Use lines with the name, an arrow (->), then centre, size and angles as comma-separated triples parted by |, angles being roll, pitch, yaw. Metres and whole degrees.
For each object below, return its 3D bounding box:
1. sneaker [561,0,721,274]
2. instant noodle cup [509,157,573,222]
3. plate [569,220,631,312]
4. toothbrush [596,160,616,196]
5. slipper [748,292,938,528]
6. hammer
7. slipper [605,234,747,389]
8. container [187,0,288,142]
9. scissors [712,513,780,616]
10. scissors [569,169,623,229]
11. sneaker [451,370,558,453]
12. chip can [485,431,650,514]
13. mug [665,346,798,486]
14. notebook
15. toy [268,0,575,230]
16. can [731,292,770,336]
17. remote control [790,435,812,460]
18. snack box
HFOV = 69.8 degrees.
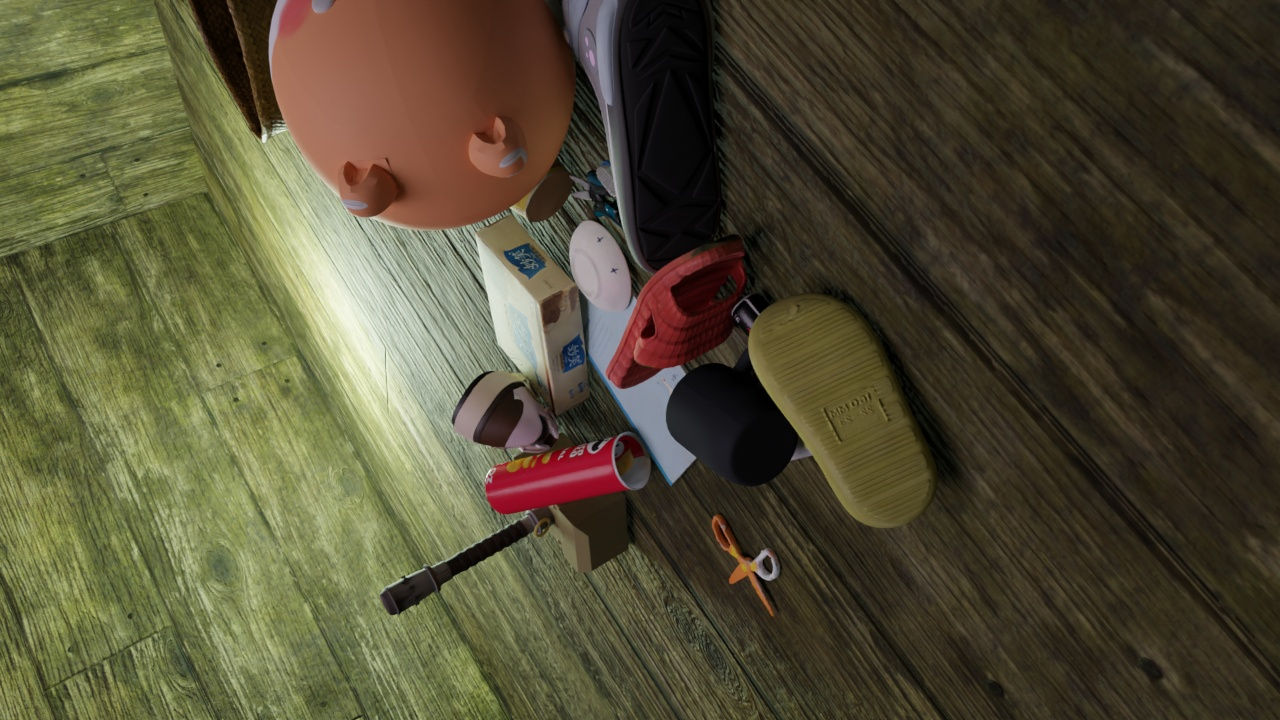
sneaker -> -0.009, -0.208, 0.771 | 0.160, 0.093, 0.257 | 48, 152, 46
instant noodle cup -> -0.133, -0.208, 0.988 | 0.112, 0.100, 0.101 | 42, 148, 17
plate -> -0.050, -0.096, 0.981 | 0.104, 0.026, 0.104 | 40, 143, 38
toothbrush -> 0.013, -0.117, 0.854 | 0.166, 0.014, 0.016 | 53, 145, 2
slipper -> 0.157, 0.037, 0.702 | 0.190, 0.092, 0.081 | 61, -175, 13
hammer -> -0.195, 0.245, 1.236 | 0.190, 0.324, 0.101 | 40, 146, 39
slipper -> 0.037, -0.027, 0.816 | 0.059, 0.103, 0.249 | 57, 152, 14
container -> -0.496, -0.484, 1.268 | 0.307, 0.196, 0.308 | 45, 150, 35
scissors -> 0.118, 0.222, 1.002 | 0.125, 0.011, 0.131 | 61, 154, 6
scissors -> -0.026, -0.160, 0.906 | 0.151, 0.019, 0.119 | 53, 151, 18
sneaker -> -0.154, 0.084, 1.234 | 0.116, 0.111, 0.294 | 30, 173, 6
chip can -> -0.095, 0.144, 1.144 | 0.221, 0.069, 0.069 | -17, 100, 35
mug -> 0.089, 0.042, 0.811 | 0.094, 0.085, 0.122 | 36, 106, 52
notebook -> -0.006, 0.006, 1.032 | 0.253, 0.009, 0.181 | 56, 153, 15
toy -> -0.186, -0.243, 0.801 | 0.266, 0.263, 0.280 | 70, -175, -53
can -> 0.112, -0.018, 0.770 | 0.080, 0.031, 0.032 | 53, 152, 21
remote control -> 0.135, 0.068, 0.832 | 0.045, 0.008, 0.147 | 63, 154, 2
snack box -> -0.131, -0.053, 1.133 | 0.153, 0.055, 0.208 | 47, 155, 33
